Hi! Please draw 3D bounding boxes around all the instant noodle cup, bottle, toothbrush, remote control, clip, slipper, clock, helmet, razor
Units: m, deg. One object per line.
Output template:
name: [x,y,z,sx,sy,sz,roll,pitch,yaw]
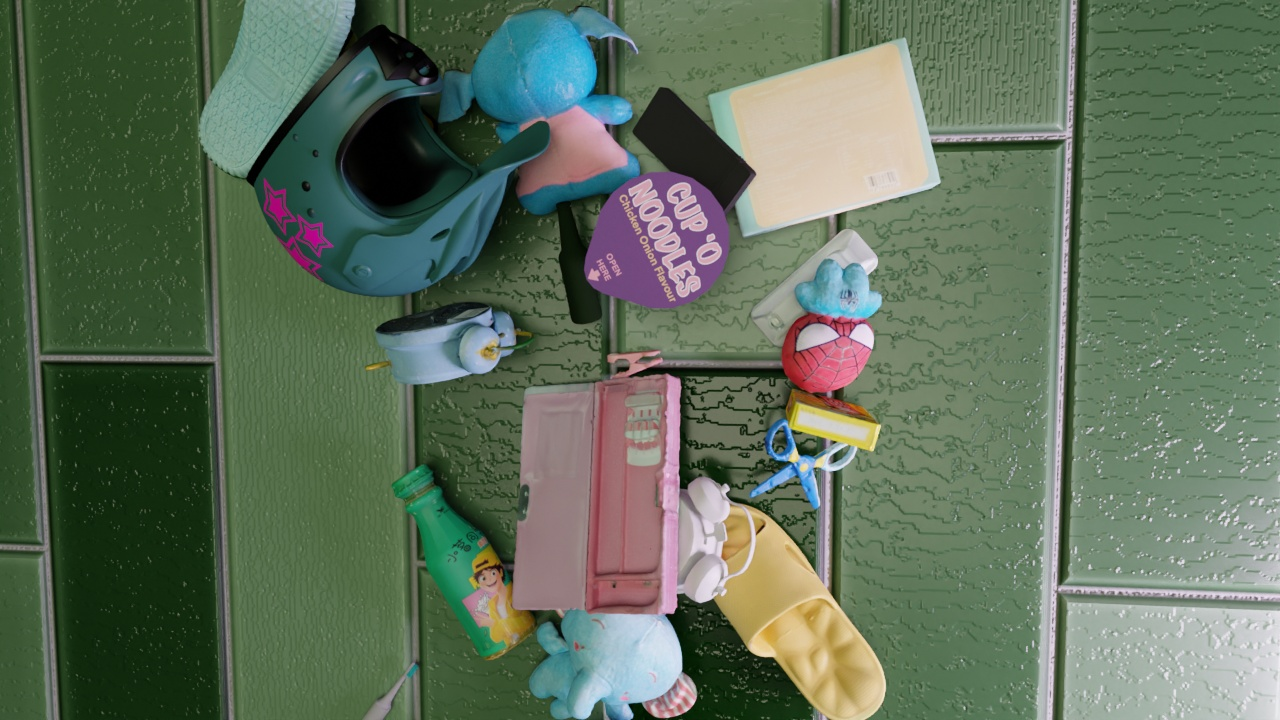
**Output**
instant noodle cup: [0.020,-0.108,0.880,0.137,0.121,0.122,-27,90,9]
bottle: [-0.065,-0.098,0.921,0.033,0.033,0.123,-8,112,8]
bottle: [-0.189,0.207,0.961,0.068,0.068,0.209,-32,90,9]
toothbrush: [-0.302,0.406,1.017,0.019,0.018,0.188,37,98,6]
remote control: [0.172,-0.072,0.912,0.133,0.022,0.050,-42,89,9]
clip: [-0.009,-0.002,0.946,0.060,0.023,0.045,-39,90,14]
remote control: [0.051,-0.204,0.896,0.133,0.013,0.058,49,124,17]
slipper: [0.144,0.251,0.914,0.099,0.078,0.263,-40,85,5]
clock: [-0.187,-0.020,0.921,0.162,0.117,0.060,-5,105,14]
slipper: [-0.369,-0.310,0.949,0.116,0.069,0.277,40,113,2]
helmet: [-0.225,-0.168,0.864,0.200,0.176,0.276,45,127,-15]
razor: [-0.265,-0.286,0.957,0.144,0.021,0.044,44,116,3]
clock: [0.042,0.177,0.906,0.159,0.061,0.119,-6,73,31]

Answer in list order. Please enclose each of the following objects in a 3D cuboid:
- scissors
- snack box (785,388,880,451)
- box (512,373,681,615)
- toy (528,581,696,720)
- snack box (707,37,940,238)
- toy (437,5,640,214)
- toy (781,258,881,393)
scissors: [0.161,0.101,0.908,0.126,0.013,0.125,-26,123,-6]
snack box: [0.176,0.053,0.857,0.075,0.152,0.025,15,95,7]
box: [-0.042,0.132,0.912,0.179,0.040,0.232,-5,73,28]
toy: [-0.046,0.313,0.935,0.181,0.114,0.183,-40,94,19]
snack box: [0.176,-0.213,0.890,0.194,0.044,0.141,-14,92,9]
toy: [-0.099,-0.241,0.908,0.224,0.098,0.191,-15,103,16]
toy: [0.186,-0.031,0.887,0.092,0.062,0.133,3,108,-20]
